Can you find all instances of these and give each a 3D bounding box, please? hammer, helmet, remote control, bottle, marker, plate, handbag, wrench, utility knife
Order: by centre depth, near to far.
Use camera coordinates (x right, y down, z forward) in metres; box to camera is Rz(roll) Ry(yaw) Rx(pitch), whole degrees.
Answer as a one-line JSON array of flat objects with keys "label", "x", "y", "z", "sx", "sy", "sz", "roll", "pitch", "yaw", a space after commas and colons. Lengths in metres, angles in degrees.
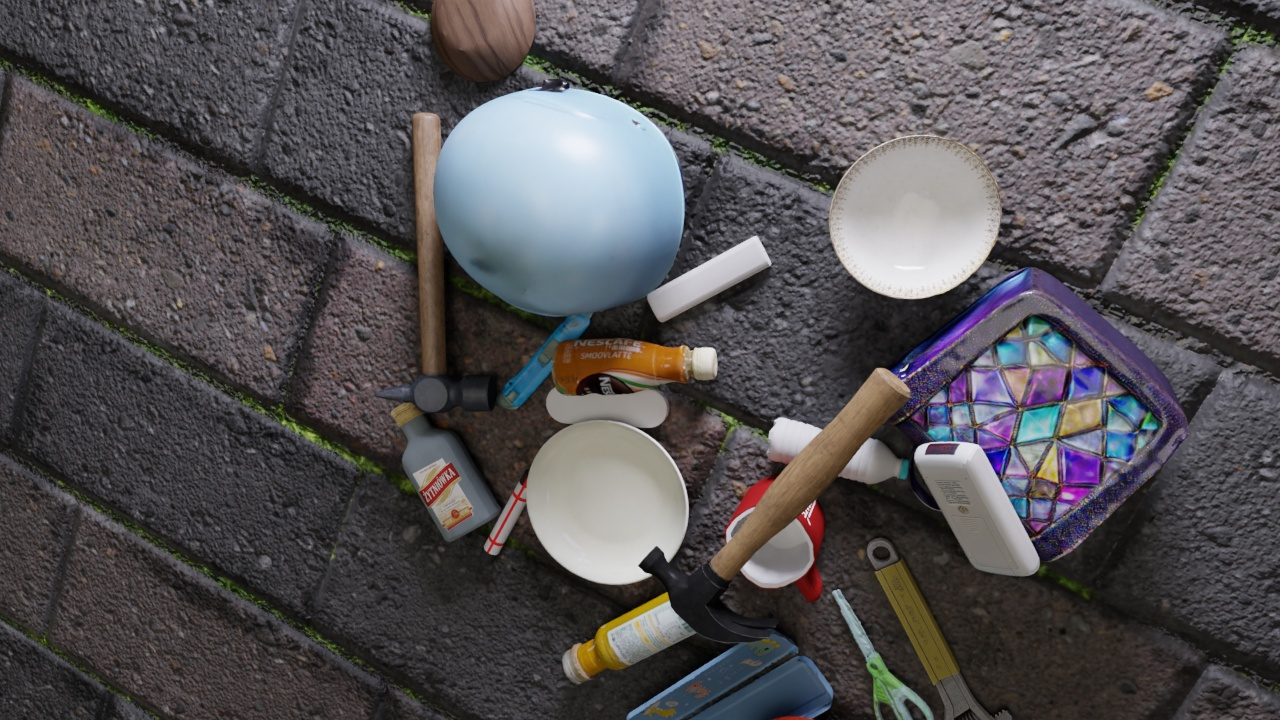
[{"label": "remote control", "x": 0.286, "y": 0.127, "z": 0.781, "sx": 0.060, "sy": 0.025, "sz": 0.138, "roll": -8, "pitch": 119, "yaw": 56}, {"label": "handbag", "x": 0.327, "y": 0.052, "z": 0.812, "sx": 0.205, "sy": 0.125, "sz": 0.223, "roll": 43, "pitch": 117, "yaw": 6}, {"label": "hammer", "x": 0.132, "y": 0.132, "z": 0.824, "sx": 0.132, "sy": 0.040, "sz": 0.306, "roll": 42, "pitch": 114, "yaw": 12}, {"label": "helmet", "x": -0.099, "y": -0.155, "z": 0.887, "sx": 0.266, "sy": 0.166, "sz": 0.226, "roll": 22, "pitch": 112, "yaw": 26}, {"label": "bottle", "x": 0.194, "y": 0.092, "z": 0.904, "sx": 0.136, "sy": 0.044, "sz": 0.044, "roll": 13, "pitch": 103, "yaw": 14}, {"label": "wrench", "x": 0.296, "y": 0.302, "z": 0.925, "sx": 0.084, "sy": 0.018, "sz": 0.273, "roll": -28, "pitch": 91, "yaw": 20}, {"label": "remote control", "x": 0.068, "y": -0.081, "z": 0.928, "sx": 0.131, "sy": 0.012, "sz": 0.033, "roll": -27, "pitch": 91, "yaw": 19}, {"label": "bottle", "x": -0.006, "y": 0.006, "z": 0.942, "sx": 0.167, "sy": 0.059, "sz": 0.059, "roll": -2, "pitch": 99, "yaw": 14}, {"label": "remote control", "x": -0.036, "y": 0.048, "z": 0.983, "sx": 0.137, "sy": 0.013, "sz": 0.043, "roll": 2, "pitch": 100, "yaw": 17}, {"label": "utility knife", "x": -0.092, "y": -0.016, "z": 0.988, "sx": 0.031, "sy": 0.015, "sz": 0.198, "roll": 42, "pitch": 108, "yaw": 5}, {"label": "plate", "x": -0.033, "y": 0.149, "z": 0.989, "sx": 0.182, "sy": 0.034, "sz": 0.182, "roll": 3, "pitch": 101, "yaw": 16}, {"label": "hammer", "x": -0.228, "y": -0.103, "z": 0.992, "sx": 0.129, "sy": 0.040, "sz": 0.322, "roll": 0, "pitch": 95, "yaw": 5}, {"label": "bottle", "x": -0.002, "y": 0.298, "z": 0.997, "sx": 0.186, "sy": 0.053, "sz": 0.053, "roll": -33, "pitch": 89, "yaw": 20}, {"label": "marker", "x": -0.143, "y": 0.168, "z": 1.034, "sx": 0.019, "sy": 0.019, "sz": 0.146, "roll": 32, "pitch": 107, "yaw": 9}, {"label": "bottle", "x": -0.227, "y": 0.119, "z": 1.036, "sx": 0.072, "sy": 0.046, "sz": 0.161, "roll": -30, "pitch": 90, "yaw": 19}]

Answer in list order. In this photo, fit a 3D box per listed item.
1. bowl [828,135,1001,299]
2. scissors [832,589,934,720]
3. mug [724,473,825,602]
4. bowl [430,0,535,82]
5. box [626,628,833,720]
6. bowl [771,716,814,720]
[{"label": "bowl", "x": 0.248, "y": -0.131, "z": 0.837, "sx": 0.145, "sy": 0.063, "sz": 0.145, "roll": 3, "pitch": 101, "yaw": 16}, {"label": "scissors", "x": 0.241, "y": 0.312, "z": 0.941, "sx": 0.065, "sy": 0.033, "sz": 0.174, "roll": -31, "pitch": 82, "yaw": 43}, {"label": "mug", "x": 0.144, "y": 0.180, "z": 0.907, "sx": 0.081, "sy": 0.096, "sz": 0.116, "roll": -33, "pitch": 89, "yaw": 20}, {"label": "bowl", "x": -0.168, "y": -0.349, "z": 0.940, "sx": 0.119, "sy": 0.032, "sz": 0.119, "roll": 3, "pitch": 101, "yaw": 16}, {"label": "box", "x": 0.094, "y": 0.369, "z": 0.991, "sx": 0.210, "sy": 0.039, "sz": 0.126, "roll": -38, "pitch": 103, "yaw": 19}, {"label": "bowl", "x": 0.158, "y": 0.413, "z": 0.963, "sx": 0.122, "sy": 0.035, "sz": 0.122, "roll": 0, "pitch": 121, "yaw": 0}]
